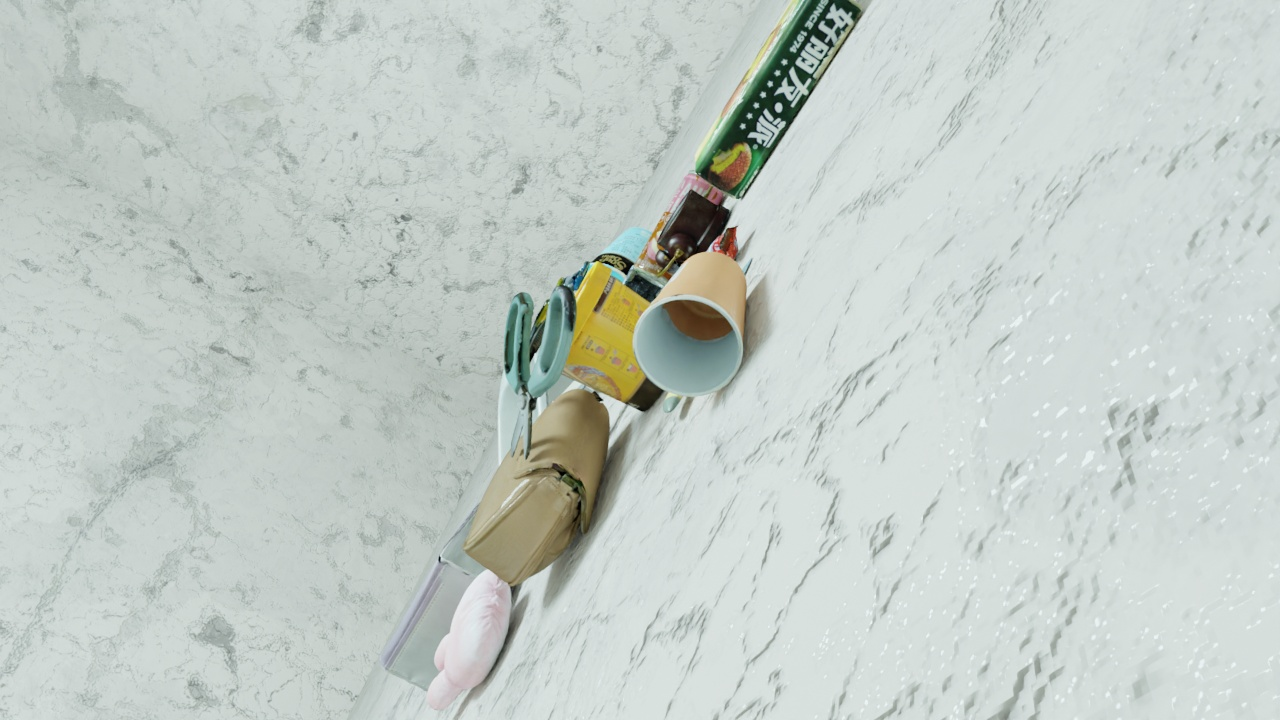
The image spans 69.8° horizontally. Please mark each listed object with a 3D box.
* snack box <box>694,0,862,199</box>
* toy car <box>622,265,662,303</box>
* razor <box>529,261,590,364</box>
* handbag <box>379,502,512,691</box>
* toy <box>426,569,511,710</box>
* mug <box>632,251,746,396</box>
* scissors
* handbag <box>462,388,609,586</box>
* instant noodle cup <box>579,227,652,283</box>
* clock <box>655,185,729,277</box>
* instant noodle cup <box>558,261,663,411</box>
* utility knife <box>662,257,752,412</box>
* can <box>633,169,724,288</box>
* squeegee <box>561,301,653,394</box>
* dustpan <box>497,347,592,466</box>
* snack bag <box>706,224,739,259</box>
[{"bbox_3d":[0.149,-0.306,1.035,0.241,0.063,0.114,-56,10,22],"label":"snack box"},{"bbox_3d":[-0.007,-0.084,1.241,0.121,0.054,0.036,-56,11,32],"label":"toy car"},{"bbox_3d":[-0.091,-0.035,0.881,0.143,0.022,0.042,-57,6,27],"label":"razor"},{"bbox_3d":[-0.217,0.278,1.096,0.197,0.098,0.144,-57,11,27],"label":"handbag"},{"bbox_3d":[-0.178,0.290,0.951,0.160,0.054,0.121,-54,20,32],"label":"toy"},{"bbox_3d":[0.044,-0.035,0.695,0.078,0.078,0.122,-56,5,28],"label":"mug"},{"bbox_3d":[-0.091,0.001,0.824,0.177,0.019,0.174,-37,49,50],"label":"scissors"},{"bbox_3d":[-0.090,0.122,0.893,0.148,0.100,0.204,-48,12,24],"label":"handbag"},{"bbox_3d":[-0.018,-0.131,1.349,0.120,0.111,0.111,-55,3,-38],"label":"instant noodle cup"},{"bbox_3d":[0.055,-0.144,1.066,0.121,0.055,0.082,-60,8,-18],"label":"clock"},{"bbox_3d":[-0.023,-0.018,0.889,0.118,0.114,0.118,-59,8,13],"label":"instant noodle cup"},{"bbox_3d":[0.056,-0.023,0.772,0.031,0.019,0.174,-38,24,59],"label":"utility knife"},{"bbox_3d":[0.049,-0.166,1.171,0.147,0.058,0.058,-60,8,-2],"label":"can"},{"bbox_3d":[-0.012,-0.051,1.112,0.246,0.039,0.246,-44,2,7],"label":"squeegee"},{"bbox_3d":[-0.174,0.101,1.314,0.223,0.142,0.257,-49,12,54],"label":"dustpan"},{"bbox_3d":[0.070,-0.092,0.896,0.106,0.026,0.045,-53,13,52],"label":"snack bag"}]
